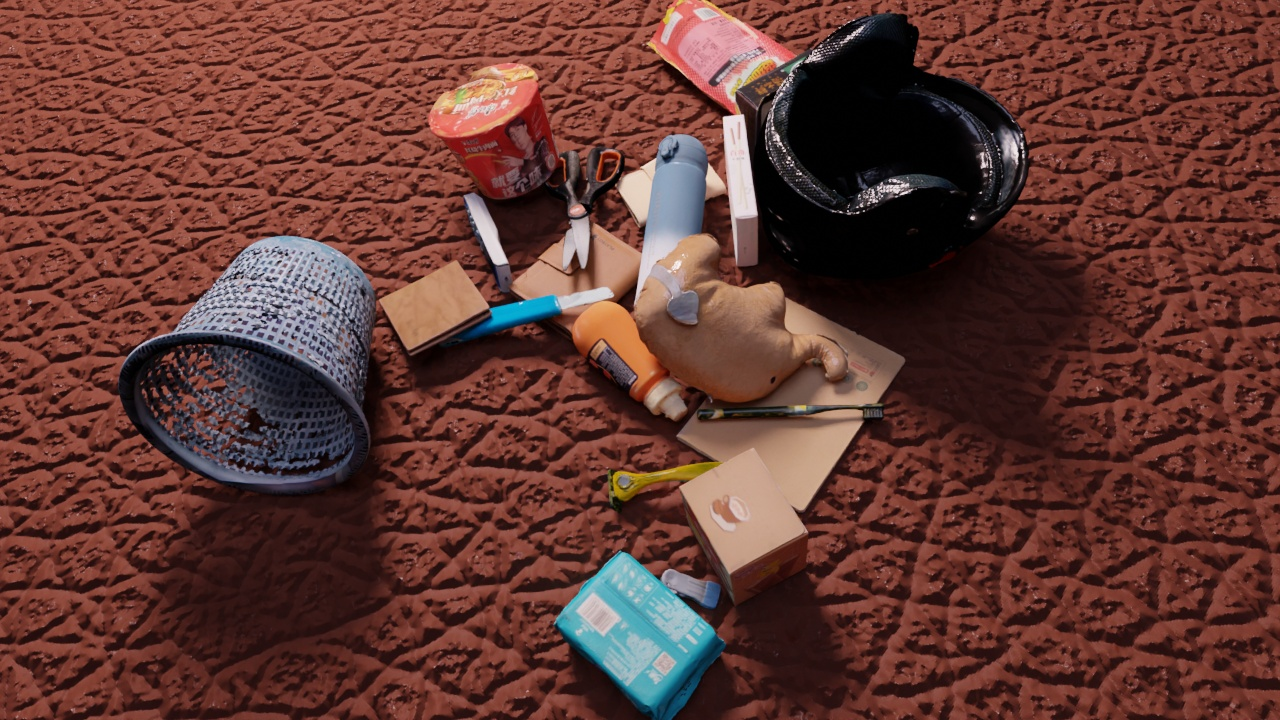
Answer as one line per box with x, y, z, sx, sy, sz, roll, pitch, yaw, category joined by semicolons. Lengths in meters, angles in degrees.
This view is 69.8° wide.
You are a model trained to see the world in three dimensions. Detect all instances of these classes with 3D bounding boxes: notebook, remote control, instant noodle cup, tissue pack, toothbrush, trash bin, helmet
0.156;0.038;0.937;0.148;0.008;0.207;30;65;22;notebook
-0.174;-0.138;1.058;0.024;0.049;0.125;-20;58;-11;remote control
-0.164;-0.266;1.089;0.138;0.109;0.137;-12;47;13;instant noodle cup
0.000;0.240;0.800;0.133;0.050;0.093;37;66;24;tissue pack
0.149;0.054;0.915;0.186;0.012;0.017;-2;69;4;toothbrush
-0.359;-0.009;0.915;0.227;0.227;0.194;0;45;5;trash bin
0.248;-0.198;0.950;0.274;0.231;0.233;-1;67;-15;helmet

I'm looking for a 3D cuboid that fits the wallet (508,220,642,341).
-0.067;-0.093;1.030;0.108;0.031;0.131;37;66;23;wallet

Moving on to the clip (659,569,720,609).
0.045;0.208;0.837;0.056;0.026;0.024;18;63;1;clip

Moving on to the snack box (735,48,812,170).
0.170;-0.300;1.079;0.113;0.126;0.053;-32;60;-14;snack box

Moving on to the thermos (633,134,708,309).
0.036;-0.149;1.017;0.070;0.070;0.220;4;66;8;thermos

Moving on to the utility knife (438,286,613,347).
-0.125;-0.051;0.990;0.203;0.018;0.034;-13;51;14;utility knife

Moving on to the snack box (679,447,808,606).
0.092;0.150;0.819;0.077;0.094;0.092;-26;59;-7;snack box

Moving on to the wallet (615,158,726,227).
0.033;-0.211;1.099;0.115;0.024;0.087;-24;57;-8;wallet

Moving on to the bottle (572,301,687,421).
-0.006;0.006;0.946;0.066;0.067;0.149;-37;69;-17;bottle

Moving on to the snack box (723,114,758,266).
0.114;-0.193;1.041;0.027;0.085;0.156;-6;57;4;snack box

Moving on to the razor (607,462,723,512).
0.035;0.115;0.886;0.132;0.028;0.043;-8;54;3;razor

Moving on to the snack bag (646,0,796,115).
0.115;-0.386;1.181;0.128;0.073;0.208;-42;68;-14;snack bag

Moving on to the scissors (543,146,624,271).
-0.057;-0.183;1.061;0.161;0.022;0.234;-24;45;-10;scissors

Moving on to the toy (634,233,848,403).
0.099;-0.023;0.921;0.226;0.082;0.143;32;87;-14;toy

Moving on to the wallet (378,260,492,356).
-0.227;-0.059;1.014;0.101;0.020;0.115;-30;43;-12;wallet
